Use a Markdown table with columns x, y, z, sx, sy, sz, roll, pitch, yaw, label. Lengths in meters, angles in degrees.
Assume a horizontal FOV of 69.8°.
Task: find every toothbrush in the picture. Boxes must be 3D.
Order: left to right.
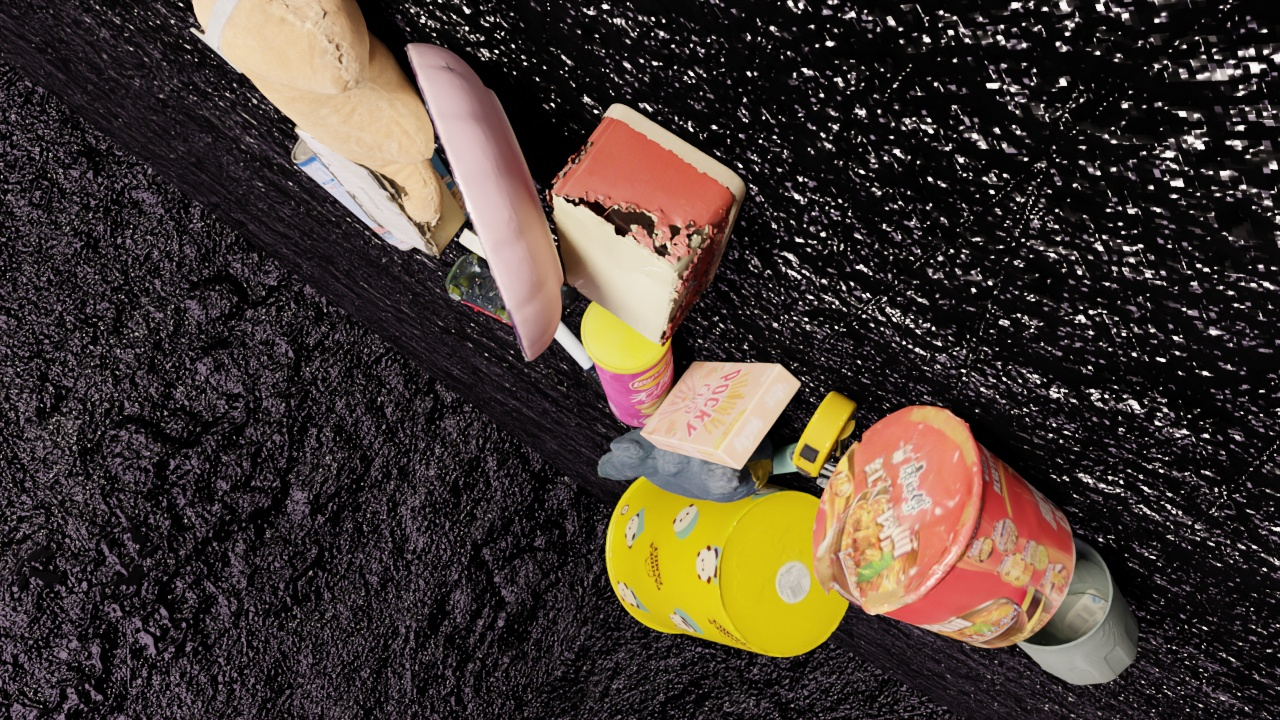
| x | y | z | sx | sy | sz | roll | pitch | yaw | label |
| --- | --- | --- | --- | --- | --- | --- | --- | --- | --- |
| 0.143 | 0.094 | 0.881 | 0.225 | 0.026 | 0.027 | 128 | 129 | -78 | toothbrush |

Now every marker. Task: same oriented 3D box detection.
| x | y | z | sx | sy | sz | roll | pitch | yaw | label |
| --- | --- | --- | --- | --- | --- | --- | --- | --- | --- |
| -0.110 | -0.080 | 0.886 | 0.132 | 0.020 | 0.022 | 25 | -179 | 37 | marker |
| -0.076 | -0.018 | 0.974 | 0.130 | 0.022 | 0.018 | 47 | 163 | -7 | marker |

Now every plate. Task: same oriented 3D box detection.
| x | y | z | sx | sy | sz | roll | pitch | yaw | label |
| --- | --- | --- | --- | --- | --- | --- | --- | --- | --- |
| -0.084 | -0.095 | 0.542 | 0.192 | 0.039 | 0.192 | 158 | 91 | -84 | plate |

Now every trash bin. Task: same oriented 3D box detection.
| x | y | z | sx | sy | sz | roll | pitch | yaw | label |
| --- | --- | --- | --- | --- | --- | --- | --- | --- | --- |
| 0.111 | 0.242 | 1.125 | 0.229 | 0.229 | 0.256 | 38 | 162 | -18 | trash bin |

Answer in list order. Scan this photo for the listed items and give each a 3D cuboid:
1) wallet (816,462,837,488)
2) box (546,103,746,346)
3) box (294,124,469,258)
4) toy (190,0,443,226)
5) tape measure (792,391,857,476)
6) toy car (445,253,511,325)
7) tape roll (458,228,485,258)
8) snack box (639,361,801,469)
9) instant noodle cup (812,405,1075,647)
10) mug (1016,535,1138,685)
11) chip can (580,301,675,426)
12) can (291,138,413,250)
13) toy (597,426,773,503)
| x | y | z | sx | sy | sz | roll | pitch | yaw | label |
| --- | --- | --- | --- | --- | --- | --- | --- | --- | --- |
| 0.218 | 0.117 | 0.756 | 0.106 | 0.037 | 0.130 | 28 | 173 | -29 | wallet |
| -0.002 | -0.062 | 0.530 | 0.091 | 0.076 | 0.168 | 33 | 169 | 5 | box |
| -0.208 | -0.157 | 0.754 | 0.090 | 0.059 | 0.184 | 30 | 166 | 13 | box |
| -0.190 | -0.171 | 0.589 | 0.143 | 0.082 | 0.226 | 47 | 177 | 21 | toy |
| 0.136 | 0.052 | 0.660 | 0.029 | 0.060 | 0.057 | 30 | 162 | 17 | tape measure |
| -0.147 | -0.068 | 0.946 | 0.120 | 0.053 | 0.045 | 27 | 169 | 26 | toy car |
| -0.123 | -0.092 | 0.829 | 0.086 | 0.014 | 0.085 | 30 | -176 | -3 | tape roll |
| 0.061 | 0.040 | 0.751 | 0.026 | 0.084 | 0.157 | 41 | 166 | -16 | snack box |
| 0.197 | 0.111 | 0.585 | 0.108 | 0.137 | 0.138 | 28 | 171 | -21 | instant noodle cup |
| 0.294 | 0.176 | 0.678 | 0.124 | 0.083 | 0.103 | 22 | 166 | 48 | mug |
| -0.005 | 0.005 | 0.812 | 0.071 | 0.071 | 0.211 | 31 | 168 | 12 | chip can |
| -0.257 | -0.163 | 0.861 | 0.053 | 0.053 | 0.134 | 21 | 163 | 46 | can |
| 0.053 | 0.097 | 0.899 | 0.137 | 0.091 | 0.357 | -9 | 179 | -22 | toy |
